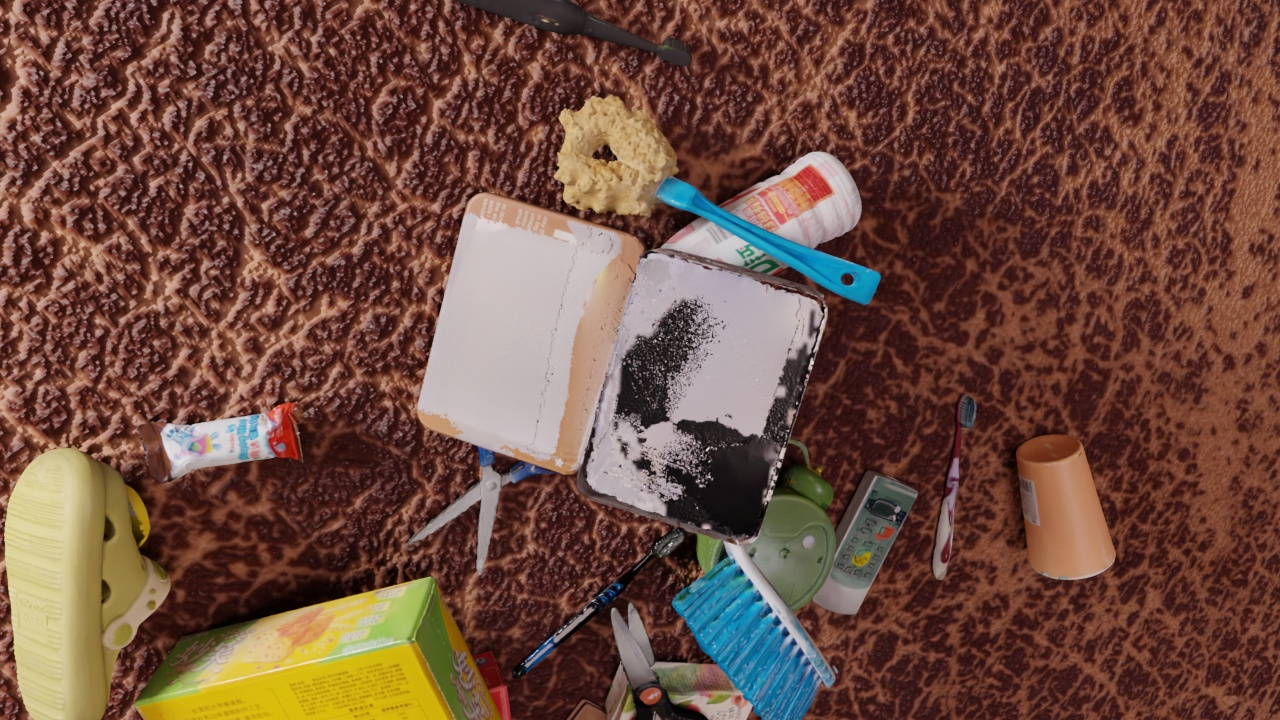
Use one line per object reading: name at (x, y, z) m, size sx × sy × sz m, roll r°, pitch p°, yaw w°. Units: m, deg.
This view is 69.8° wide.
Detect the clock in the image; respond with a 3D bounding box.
clock at (0.106, 0.142, 0.781) m, size 0.116 × 0.056 × 0.161 m, roll 6°, pitch 104°, yaw -22°

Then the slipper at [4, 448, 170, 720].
slipper at (-0.364, 0.149, 0.609) m, size 0.081 × 0.092 × 0.190 m, roll -5°, pitch 101°, yaw -60°

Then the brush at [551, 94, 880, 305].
brush at (0.051, -0.105, 0.648) m, size 0.254 × 0.046 × 0.083 m, roll 26°, pitch 84°, yaw -1°

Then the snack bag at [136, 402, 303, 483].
snack bag at (-0.284, 0.056, 0.631) m, size 0.105 × 0.026 × 0.045 m, roll -8°, pitch 111°, yaw -15°

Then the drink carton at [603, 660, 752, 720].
drink carton at (0.034, 0.296, 0.805) m, size 0.122 × 0.045 × 0.054 m, roll 9°, pitch 115°, yaw -20°

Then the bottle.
bottle at (0.070, -0.085, 0.695) m, size 0.196 × 0.068 × 0.068 m, roll -31°, pitch 113°, yaw -8°

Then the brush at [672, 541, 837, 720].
brush at (0.065, 0.156, 0.714) m, size 0.109 × 0.060 × 0.314 m, roll -38°, pitch 108°, yaw -8°

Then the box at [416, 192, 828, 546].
box at (-0.020, 0.001, 0.634) m, size 0.260 × 0.082 × 0.177 m, roll 18°, pitch 100°, yaw 7°

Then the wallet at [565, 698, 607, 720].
wallet at (-0.037, 0.365, 0.817) m, size 0.115 × 0.020 × 0.101 m, roll 36°, pitch 90°, yaw -22°

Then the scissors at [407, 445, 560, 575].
scissors at (-0.109, 0.083, 0.710) m, size 0.162 × 0.012 × 0.175 m, roll -16°, pitch 111°, yaw -15°

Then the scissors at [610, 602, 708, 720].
scissors at (-0.004, 0.286, 0.749) m, size 0.148 × 0.021 × 0.235 m, roll -36°, pitch 121°, yaw 7°

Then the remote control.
remote control at (0.203, 0.169, 0.844) m, size 0.056 × 0.019 × 0.135 m, roll 23°, pitch 97°, yaw -24°

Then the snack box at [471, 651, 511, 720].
snack box at (-0.132, 0.346, 0.755) m, size 0.058 × 0.057 × 0.208 m, roll -10°, pitch 108°, yaw -20°

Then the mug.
mug at (0.402, 0.137, 0.880) m, size 0.078 × 0.078 × 0.123 m, roll -23°, pitch 107°, yaw -12°

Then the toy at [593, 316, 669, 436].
toy at (-0.004, 0.004, 0.716) m, size 0.096 × 0.030 × 0.092 m, roll -40°, pitch 117°, yaw -12°

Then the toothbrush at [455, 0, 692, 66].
toothbrush at (-0.059, -0.238, 0.627) m, size 0.212 × 0.027 × 0.026 m, roll 10°, pitch 146°, yaw -23°

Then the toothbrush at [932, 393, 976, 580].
toothbrush at (0.296, 0.123, 0.865) m, size 0.016 × 0.017 × 0.188 m, roll -2°, pitch 105°, yaw -19°

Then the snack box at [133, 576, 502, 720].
snack box at (-0.217, 0.255, 0.651) m, size 0.210 × 0.070 × 0.158 m, roll -15°, pitch 112°, yaw 10°

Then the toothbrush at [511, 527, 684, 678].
toothbrush at (-0.034, 0.205, 0.771) m, size 0.189 × 0.016 × 0.014 m, roll -40°, pitch 107°, yaw -4°
